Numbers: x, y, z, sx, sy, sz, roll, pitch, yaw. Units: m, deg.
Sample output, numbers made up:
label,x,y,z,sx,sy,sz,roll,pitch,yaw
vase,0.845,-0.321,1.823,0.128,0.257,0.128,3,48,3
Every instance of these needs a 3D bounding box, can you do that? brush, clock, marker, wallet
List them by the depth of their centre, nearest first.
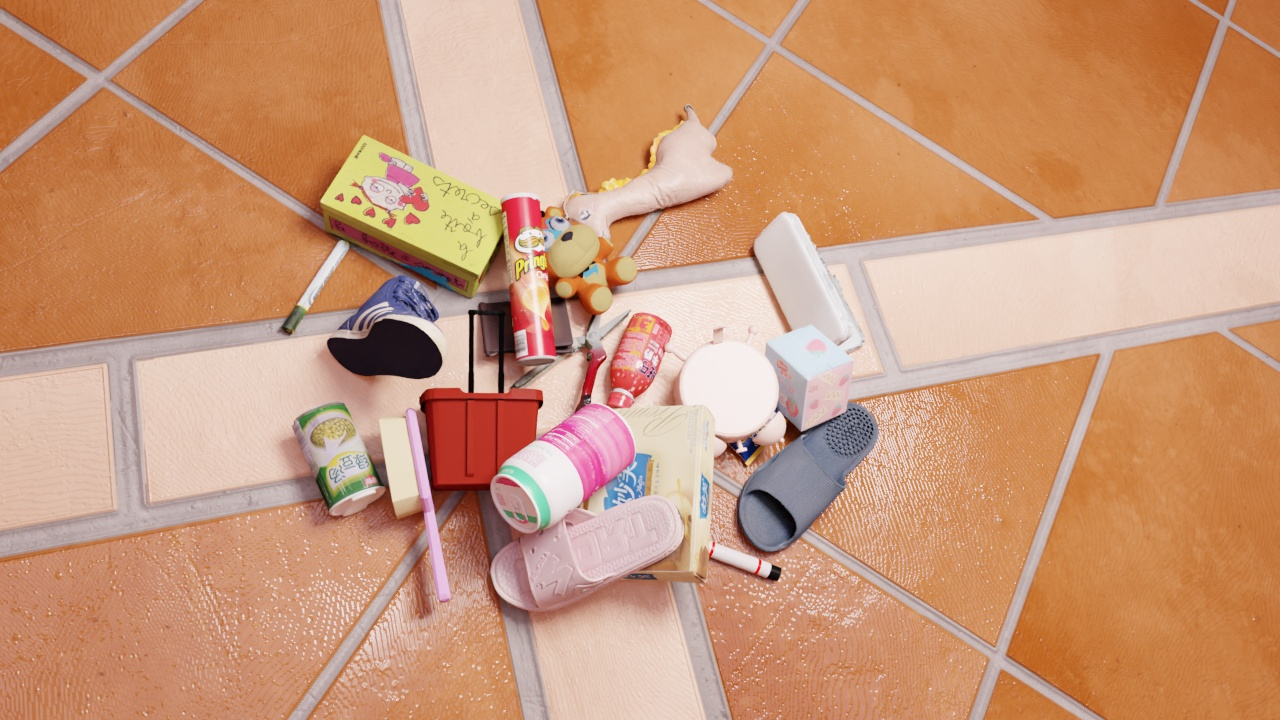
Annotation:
label,x,y,z,sx,sy,sz,roll,pitch,yaw
brush,-0.262,0.169,1.061,0.043,0.089,0.228,-11,71,-13
marker,0.108,0.246,1.161,0.145,0.019,0.019,21,64,-5
marker,-0.413,-0.096,1.172,0.017,0.017,0.146,25,65,-3
clock,0.113,0.040,1.186,0.131,0.086,0.160,-12,84,-9
wallet,-0.150,-0.043,1.205,0.115,0.018,0.091,-4,51,-13

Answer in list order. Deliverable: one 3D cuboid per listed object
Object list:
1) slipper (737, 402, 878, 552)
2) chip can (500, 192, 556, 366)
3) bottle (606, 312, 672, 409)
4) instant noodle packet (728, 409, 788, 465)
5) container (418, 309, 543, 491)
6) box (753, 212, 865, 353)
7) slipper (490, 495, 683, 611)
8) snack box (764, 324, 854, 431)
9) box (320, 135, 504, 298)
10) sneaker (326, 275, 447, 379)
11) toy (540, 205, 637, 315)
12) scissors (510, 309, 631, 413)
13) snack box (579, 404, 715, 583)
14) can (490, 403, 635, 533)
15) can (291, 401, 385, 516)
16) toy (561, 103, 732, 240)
label,x,y,z,sx,sy,sz,roll,pitch,yaw
slipper,0.229,0.138,1.203,0.101,0.083,0.263,45,64,9
chip can,-0.142,-0.102,1.163,0.051,0.052,0.214,-4,79,-16
bottle,-0.007,0.007,1.208,0.062,0.062,0.137,24,65,-4
instant noodle packet,0.123,0.065,1.236,0.134,0.026,0.087,43,70,5
container,-0.191,0.052,1.106,0.148,0.127,0.200,1,78,-14
box,0.246,-0.111,1.297,0.129,0.106,0.211,-21,75,-25
slipper,-0.068,0.217,1.046,0.239,0.064,0.094,-22,62,11
snack box,0.222,0.022,1.223,0.079,0.095,0.093,-21,43,-21
box,-0.289,-0.186,1.206,0.221,0.083,0.124,26,64,-2
sneaker,-0.268,-0.048,1.093,0.091,0.234,0.118,54,53,-23
toy,-0.096,-0.137,1.234,0.176,0.096,0.112,31,63,12
scissors,-0.086,-0.001,1.203,0.179,0.015,0.196,-13,51,-3
snack box,0.007,0.160,1.111,0.153,0.055,0.207,-4,65,20
can,-0.085,0.120,1.042,0.088,0.088,0.165,49,49,8
can,-0.352,0.115,1.072,0.067,0.067,0.121,-24,75,-22
toy,-0.001,-0.269,1.330,0.264,0.065,0.196,-18,65,-14
